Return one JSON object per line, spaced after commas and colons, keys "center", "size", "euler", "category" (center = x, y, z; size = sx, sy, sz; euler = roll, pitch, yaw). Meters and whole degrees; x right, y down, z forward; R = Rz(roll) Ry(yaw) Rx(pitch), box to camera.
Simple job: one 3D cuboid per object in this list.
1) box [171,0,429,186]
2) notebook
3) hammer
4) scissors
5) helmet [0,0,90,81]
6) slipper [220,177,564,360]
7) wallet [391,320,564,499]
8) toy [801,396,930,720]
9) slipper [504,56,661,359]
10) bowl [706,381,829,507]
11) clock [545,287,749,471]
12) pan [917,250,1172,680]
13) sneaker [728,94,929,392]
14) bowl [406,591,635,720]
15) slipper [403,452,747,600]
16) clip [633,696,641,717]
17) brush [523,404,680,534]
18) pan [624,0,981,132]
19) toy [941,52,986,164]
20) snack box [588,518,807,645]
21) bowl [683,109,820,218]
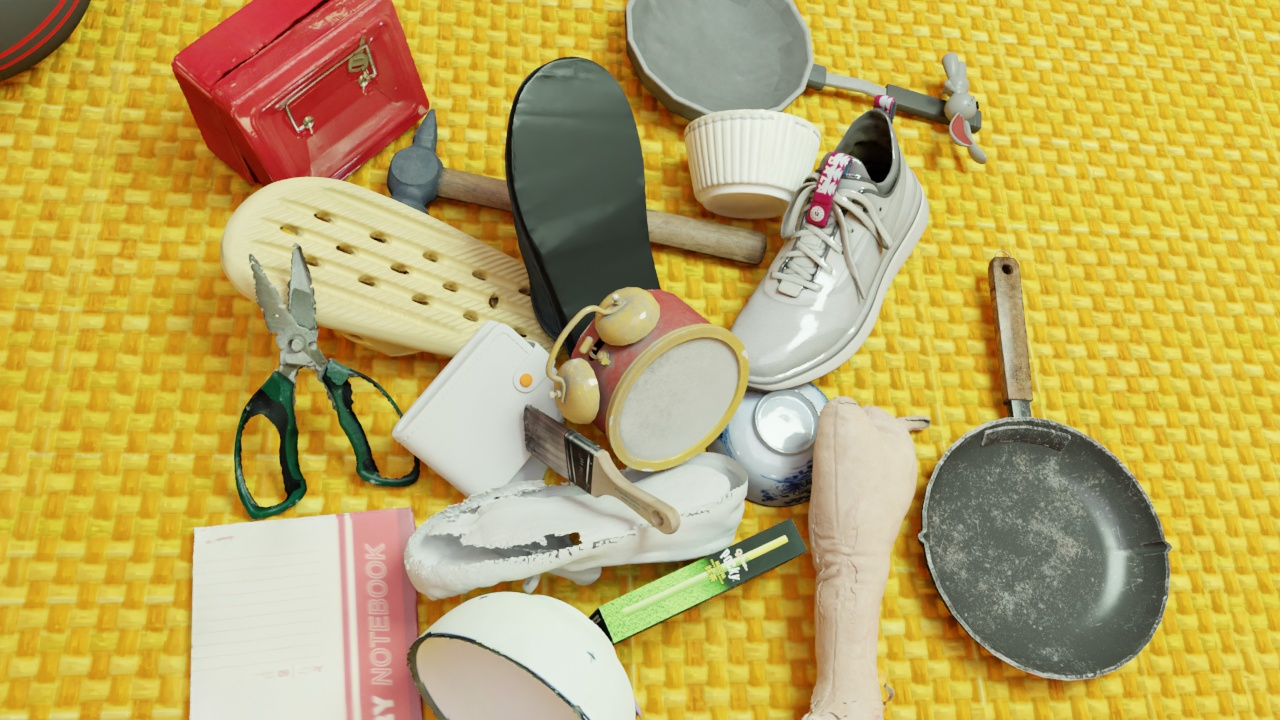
{"center": [-0.269, -0.221, 0.724], "size": [0.112, 0.135, 0.157], "euler": [37, 67, 18], "category": "box"}
{"center": [-0.226, 0.209, 0.626], "size": [0.153, 0.012, 0.208], "euler": [-5, 70, -11], "category": "notebook"}
{"center": [-0.050, -0.126, 0.774], "size": [0.321, 0.040, 0.129], "euler": [11, 64, -5], "category": "hammer"}
{"center": [-0.213, 0.015, 0.645], "size": [0.142, 0.015, 0.210], "euler": [2, 108, -15], "category": "scissors"}
{"center": [-0.527, -0.298, 0.694], "size": [0.264, 0.164, 0.170], "euler": [-41, 91, -10], "category": "helmet"}
{"center": [-0.181, -0.056, 0.704], "size": [0.261, 0.079, 0.111], "euler": [18, 72, -23], "category": "slipper"}
{"center": [-0.101, 0.046, 0.679], "size": [0.115, 0.037, 0.118], "euler": [45, 77, -25], "category": "wallet"}
{"center": [0.172, 0.159, 0.676], "size": [0.195, 0.065, 0.264], "euler": [5, 80, -46], "category": "toy"}
{"center": [-0.049, -0.090, 0.699], "size": [0.108, 0.083, 0.266], "euler": [-26, 116, -25], "category": "slipper"}
{"center": [0.110, 0.055, 0.721], "size": [0.114, 0.045, 0.114], "euler": [3, 69, -8], "category": "bowl"}
{"center": [-0.004, 0.004, 0.651], "size": [0.081, 0.158, 0.117], "euler": [43, 105, 43], "category": "clock"}
{"center": [0.313, 0.074, 0.750], "size": [0.207, 0.040, 0.356], "euler": [4, 67, -7], "category": "pan"}
{"center": [0.146, -0.091, 0.728], "size": [0.097, 0.129, 0.262], "euler": [23, 63, 35], "category": "sneaker"}
{"center": [-0.066, 0.206, 0.588], "size": [0.153, 0.154, 0.072], "euler": [36, 45, 6], "category": "bowl"}
{"center": [-0.040, 0.121, 0.646], "size": [0.246, 0.112, 0.074], "euler": [-8, 100, -22], "category": "slipper"}
{"center": [-0.023, 0.233, 0.650], "size": [0.042, 0.014, 0.052], "euler": [-7, 68, -12], "category": "clip"}
{"center": [-0.030, 0.075, 0.624], "size": [0.151, 0.039, 0.012], "euler": [27, 34, 36], "category": "brush"}
{"center": [0.154, -0.266, 0.857], "size": [0.357, 0.041, 0.178], "euler": [13, 67, -10], "category": "pan"}
{"center": [0.297, -0.235, 0.852], "size": [0.049, 0.030, 0.111], "euler": [21, 59, -42], "category": "toy"}
{"center": [0.038, 0.160, 0.650], "size": [0.147, 0.080, 0.025], "euler": [-21, 74, -16], "category": "snack box"}
{"center": [0.092, -0.160, 0.772], "size": [0.115, 0.115, 0.062], "euler": [5, 83, -7], "category": "bowl"}
